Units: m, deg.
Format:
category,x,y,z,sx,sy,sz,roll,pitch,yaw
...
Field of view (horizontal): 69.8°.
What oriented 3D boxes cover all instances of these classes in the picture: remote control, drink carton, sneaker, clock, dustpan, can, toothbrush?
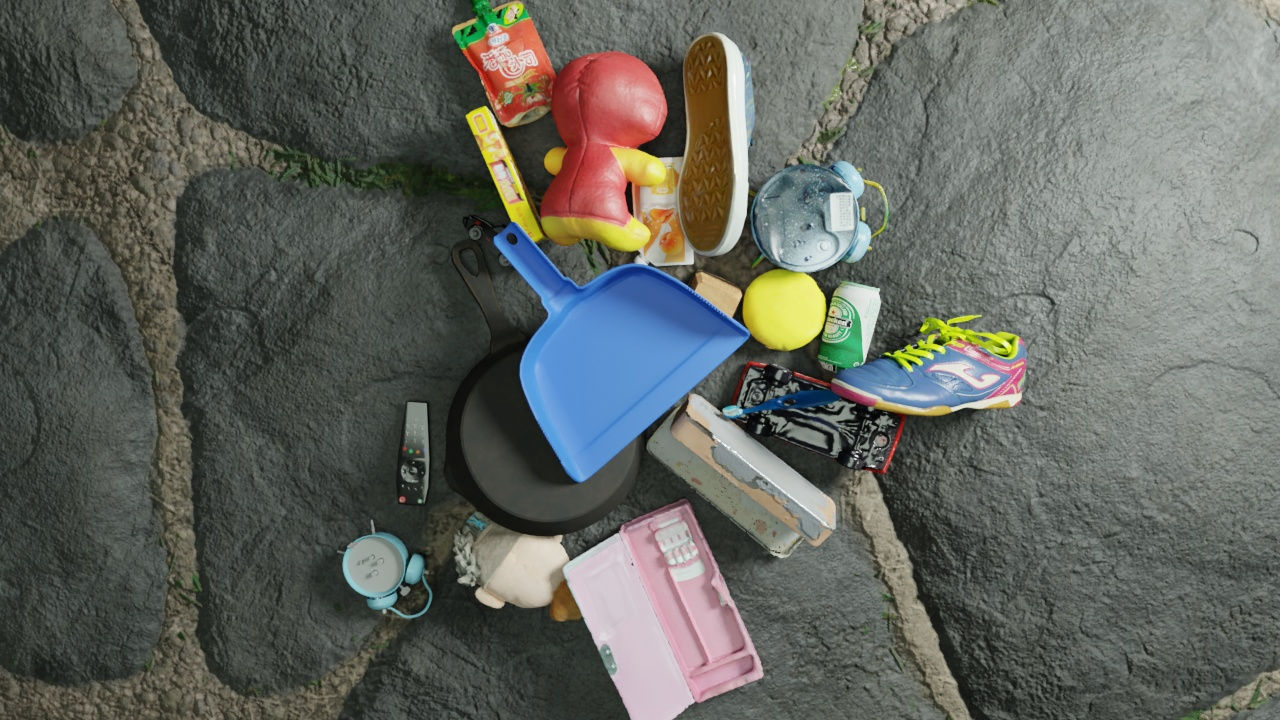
category,x,y,z,sx,sy,sz,roll,pitch,yaw
remote control,-0.267,0.110,1.084,0.039,0.010,0.125,5,97,1
drink carton,0.025,-0.166,1.036,0.069,0.039,0.122,-3,103,1
sneaker,0.095,-0.232,1.001,0.088,0.079,0.235,6,98,42
clock,-0.298,0.254,1.087,0.087,0.042,0.123,-42,92,6
sneaker,0.313,0.003,0.995,0.241,0.116,0.091,-2,106,-24
dustpan,-0.060,-0.042,0.978,0.246,0.059,0.257,-41,85,5
clock,0.196,-0.159,1.016,0.162,0.060,0.118,-5,97,2
can,0.234,-0.036,1.032,0.053,0.053,0.101,14,97,0
toothbrush,0.155,0.048,1.018,0.132,0.016,0.021,-10,63,14

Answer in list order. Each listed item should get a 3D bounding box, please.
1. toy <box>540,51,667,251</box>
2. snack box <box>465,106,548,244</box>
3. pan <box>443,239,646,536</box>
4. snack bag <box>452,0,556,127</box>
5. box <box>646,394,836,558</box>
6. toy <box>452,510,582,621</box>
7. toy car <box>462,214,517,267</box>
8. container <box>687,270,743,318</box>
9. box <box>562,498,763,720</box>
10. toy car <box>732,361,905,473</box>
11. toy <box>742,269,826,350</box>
category,x,y,z,sx,sy,sz,roll,pitch,yaw
toy,-0.042,-0.229,0.985,0.148,0.098,0.216,7,89,17
snack box,-0.145,-0.199,1.013,0.025,0.075,0.152,-23,95,2
pan,-0.130,0.024,1.030,0.248,0.043,0.356,-24,87,-11
snack bag,-0.150,-0.341,1.020,0.087,0.044,0.155,-26,89,-7
box,0.118,0.133,1.037,0.216,0.107,0.094,39,84,-3
toy,-0.131,0.235,1.065,0.176,0.076,0.132,40,81,-1
toy car,-0.159,-0.137,1.037,0.091,0.042,0.036,41,98,-3
container,0.069,-0.040,1.032,0.063,0.061,0.114,24,97,-1
box,0.026,0.300,1.076,0.179,0.059,0.233,-24,96,-13
toy car,0.199,0.063,1.044,0.189,0.056,0.081,19,96,10
toy,0.162,-0.057,1.037,0.095,0.041,0.094,27,92,3
